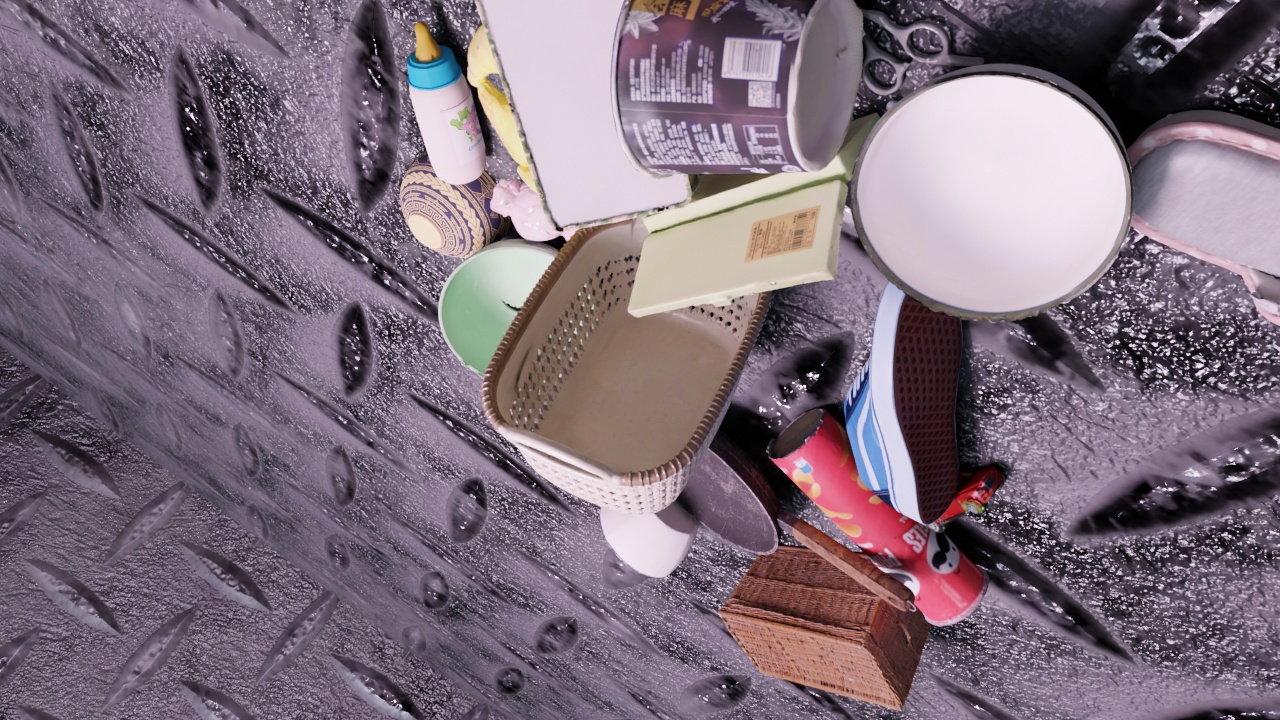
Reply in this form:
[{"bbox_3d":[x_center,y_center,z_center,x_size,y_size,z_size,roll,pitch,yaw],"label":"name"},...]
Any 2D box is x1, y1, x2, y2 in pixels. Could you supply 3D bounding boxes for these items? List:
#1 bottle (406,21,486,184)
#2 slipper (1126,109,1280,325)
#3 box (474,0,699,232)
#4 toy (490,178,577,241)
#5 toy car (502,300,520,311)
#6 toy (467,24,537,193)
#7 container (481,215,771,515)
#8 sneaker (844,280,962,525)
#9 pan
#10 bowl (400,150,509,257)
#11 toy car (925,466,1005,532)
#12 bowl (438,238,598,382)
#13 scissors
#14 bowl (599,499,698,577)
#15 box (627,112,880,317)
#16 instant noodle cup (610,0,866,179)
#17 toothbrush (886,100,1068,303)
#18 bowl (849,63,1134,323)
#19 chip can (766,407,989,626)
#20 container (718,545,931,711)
[{"bbox_3d":[-0.170,-0.222,0.790,0.051,0.051,0.146,20,143,24],"label":"bottle"},{"bbox_3d":[0.387,-0.053,0.478,0.274,0.054,0.114,25,145,20],"label":"slipper"},{"bbox_3d":[-0.036,-0.197,0.631,0.118,0.049,0.206,-10,116,18],"label":"box"},{"bbox_3d":[-0.079,-0.130,0.824,0.110,0.047,0.064,28,150,-7],"label":"toy"},{"bbox_3d":[-0.160,-0.059,0.983,0.112,0.046,0.034,15,139,27],"label":"toy car"},{"bbox_3d":[-0.061,-0.194,0.710,0.155,0.064,0.170,0,128,37],"label":"toy"},{"bbox_3d":[-0.004,0.004,0.753,0.185,0.245,0.143,21,152,17],"label":"container"},{"bbox_3d":[0.193,0.025,0.731,0.098,0.083,0.241,30,145,44],"label":"sneaker"},{"bbox_3d":[0.125,0.147,0.916,0.357,0.040,0.208,26,151,39],"label":"pan"},{"bbox_3d":[-0.191,-0.143,0.895,0.112,0.061,0.113,24,145,19],"label":"bowl"},{"bbox_3d":[0.277,0.118,0.799,0.036,0.042,0.091,49,148,1],"label":"toy car"},{"bbox_3d":[-0.115,-0.056,0.895,0.151,0.076,0.151,0,120,1],"label":"bowl"},{"bbox_3d":[0.128,-0.219,0.553,0.170,0.014,0.095,46,148,-18],"label":"scissors"},{"bbox_3d":[0.017,0.185,1.064,0.116,0.116,0.066,40,118,-4],"label":"bowl"},{"bbox_3d":[0.071,-0.101,0.642,0.044,0.140,0.188,38,152,-31],"label":"box"},{"bbox_3d":[0.064,-0.171,0.553,0.112,0.137,0.137,16,141,29],"label":"instant noodle cup"},{"bbox_3d":[0.224,-0.104,0.602,0.180,0.016,0.016,44,142,-8],"label":"toothbrush"},{"bbox_3d":[0.210,-0.106,0.547,0.153,0.072,0.154,17,131,21],"label":"bowl"},{"bbox_3d":[0.221,0.144,0.856,0.233,0.073,0.073,45,146,-10],"label":"chip can"},{"bbox_3d":[0.203,0.281,0.999,0.199,0.112,0.114,-3,130,44],"label":"container"}]
